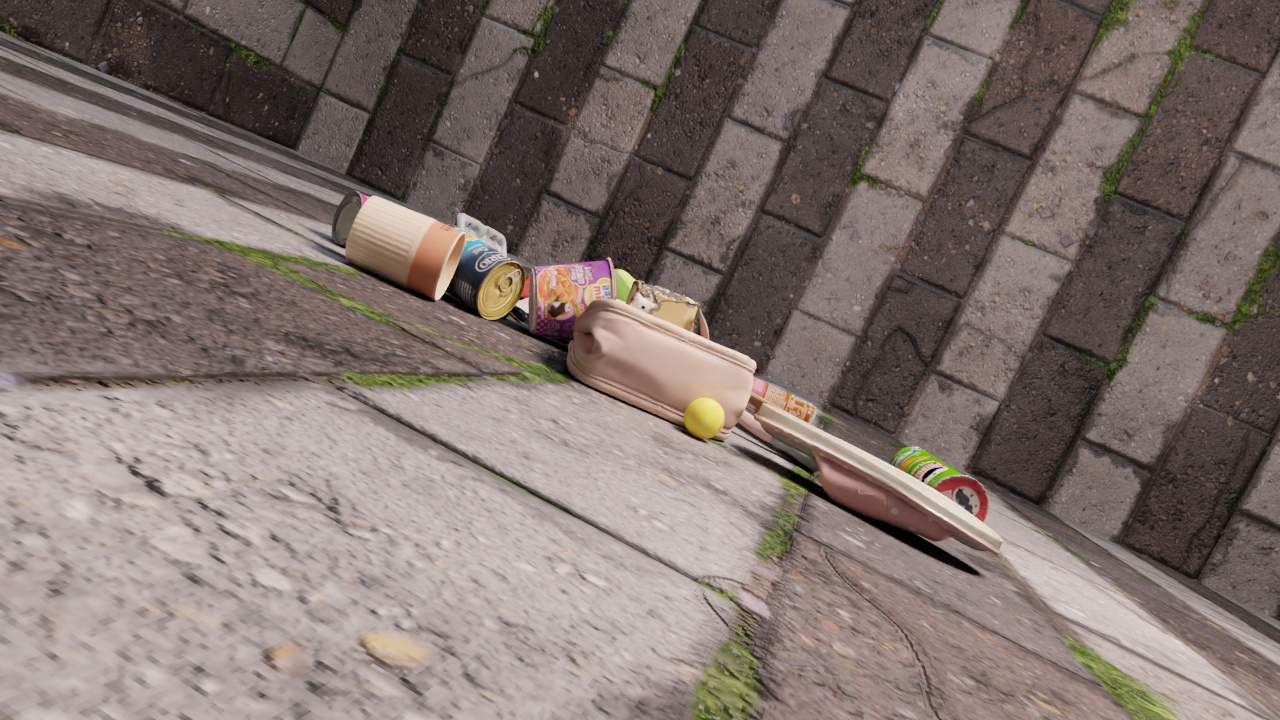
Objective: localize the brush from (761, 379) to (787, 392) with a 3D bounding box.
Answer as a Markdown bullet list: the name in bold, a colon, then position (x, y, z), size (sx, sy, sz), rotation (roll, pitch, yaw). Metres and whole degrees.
- **brush**: position (0.204, 0.064, 1.478), size (0.073, 0.055, 0.143), rotation (27, 4, 37)

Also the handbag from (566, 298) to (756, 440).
- **handbag**: position (0.000, 0.005, 1.023), size (0.193, 0.093, 0.234), rotation (24, -3, -19)

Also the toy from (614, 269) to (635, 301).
- **toy**: position (0.014, -0.049, 1.410), size (0.246, 0.090, 0.227), rotation (45, 1, -27)

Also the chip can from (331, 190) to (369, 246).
- **chip can**: position (-0.287, -0.148, 1.184), size (0.210, 0.071, 0.071), rotation (20, 7, -45)

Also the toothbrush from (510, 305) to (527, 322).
- **toothbrush**: position (-0.184, -0.076, 1.270), size (0.018, 0.016, 0.181), rotation (16, 7, -26)

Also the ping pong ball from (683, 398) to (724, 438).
- **ping pong ball**: position (0.063, 0.057, 0.906), size (0.040, 0.040, 0.040), rotation (25, 5, -2)

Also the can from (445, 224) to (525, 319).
- **can**: position (-0.201, -0.106, 1.087), size (0.111, 0.075, 0.075), rotation (32, 8, 27)

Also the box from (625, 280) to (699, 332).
- **box**: position (0.016, -0.030, 1.112), size (0.090, 0.060, 0.184), rotation (19, -19, 4)

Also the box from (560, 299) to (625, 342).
- **box**: position (-0.041, -0.056, 1.243), size (0.168, 0.076, 0.091), rotation (19, 16, -7)

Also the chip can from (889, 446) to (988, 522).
- **chip can**: position (0.379, 0.164, 1.194), size (0.072, 0.072, 0.236), rotation (25, 4, 2)

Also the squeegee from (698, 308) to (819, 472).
- **squeegee**: position (0.152, 0.077, 1.081), size (0.249, 0.040, 0.248), rotation (38, -17, 21)

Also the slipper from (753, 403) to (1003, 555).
- **slipper**: position (0.228, 0.126, 0.925), size (0.274, 0.054, 0.114), rotation (30, 6, 23)

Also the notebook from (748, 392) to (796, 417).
- **notebook**: position (0.214, 0.100, 1.149), size (0.149, 0.012, 0.211), rotation (41, -5, -34)

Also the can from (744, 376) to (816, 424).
- **can**: position (0.188, 0.064, 1.380), size (0.147, 0.058, 0.058), rotation (25, 5, 2)

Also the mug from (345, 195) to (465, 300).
- **mug**: position (-0.259, -0.118, 1.015), size (0.106, 0.081, 0.115), rotation (23, -21, -4)

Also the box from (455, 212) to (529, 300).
- **box**: position (-0.211, -0.153, 1.395), size (0.119, 0.098, 0.201), rotation (15, -1, 10)

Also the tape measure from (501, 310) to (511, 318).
- **tape measure**: position (-0.192, -0.081, 1.162), size (0.066, 0.033, 0.066), rotation (27, 5, 5)

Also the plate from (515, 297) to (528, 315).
- **plate**: position (-0.108, -0.059, 1.366), size (0.164, 0.034, 0.164), rotation (28, 4, 29)

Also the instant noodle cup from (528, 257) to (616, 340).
- **instant noodle cup**: position (-0.086, -0.072, 1.127), size (0.099, 0.111, 0.111), rotation (0, 11, -13)
